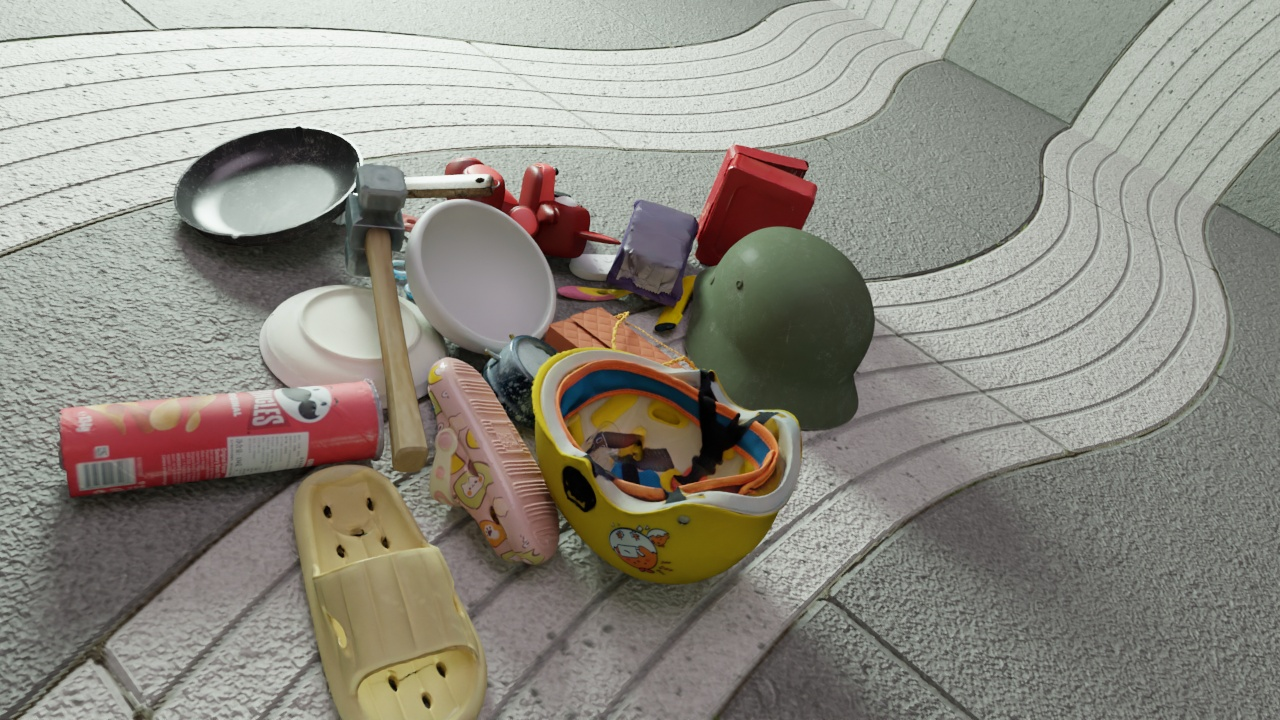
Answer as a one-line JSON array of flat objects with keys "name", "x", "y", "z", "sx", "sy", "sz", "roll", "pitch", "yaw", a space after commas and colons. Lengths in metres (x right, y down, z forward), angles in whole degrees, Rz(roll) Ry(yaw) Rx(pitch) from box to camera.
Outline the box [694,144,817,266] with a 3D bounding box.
[{"name": "box", "x": 0.153, "y": -0.193, "z": 1.246, "sx": 0.136, "sy": 0.158, "sz": 0.122, "roll": 11, "pitch": 41, "yaw": -11}]

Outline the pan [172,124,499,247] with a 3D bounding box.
[{"name": "pan", "x": -0.330, "y": -0.188, "z": 1.012, "sx": 0.357, "sy": 0.040, "sz": 0.207, "roll": 3, "pitch": 47, "yaw": 4}]

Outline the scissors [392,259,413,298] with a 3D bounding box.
[{"name": "scissors", "x": -0.218, "y": -0.097, "z": 1.056, "sx": 0.140, "sy": 0.015, "sz": 0.083, "roll": -10, "pitch": 44, "yaw": -39}]

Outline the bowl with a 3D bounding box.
[{"name": "bowl", "x": -0.178, "y": -0.080, "z": 0.978, "sx": 0.176, "sy": 0.066, "sz": 0.176, "roll": 23, "pitch": 52, "yaw": -34}]

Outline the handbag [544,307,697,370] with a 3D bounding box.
[{"name": "handbag", "x": -0.006, "y": 0.006, "z": 0.989, "sx": 0.172, "sy": 0.060, "sz": 0.108, "roll": 36, "pitch": 34, "yaw": 20}]

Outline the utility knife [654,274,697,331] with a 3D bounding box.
[{"name": "utility knife", "x": 0.049, "y": -0.075, "z": 1.150, "sx": 0.030, "sy": 0.017, "sz": 0.155, "roll": -2, "pitch": 32, "yaw": 20}]

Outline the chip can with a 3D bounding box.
[{"name": "chip can", "x": -0.332, "y": 0.060, "z": 0.740, "sx": 0.232, "sy": 0.073, "sz": 0.073, "roll": -5, "pitch": 43, "yaw": -30}]

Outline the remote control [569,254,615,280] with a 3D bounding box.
[{"name": "remote control", "x": -0.027, "y": -0.119, "z": 1.177, "sx": 0.136, "sy": 0.013, "sz": 0.043, "roll": -1, "pitch": 41, "yaw": -28}]

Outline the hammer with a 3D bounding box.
[{"name": "hammer", "x": -0.232, "y": -0.039, "z": 0.848, "sx": 0.051, "sy": 0.118, "sz": 0.322, "roll": 1, "pitch": 49, "yaw": -26}]

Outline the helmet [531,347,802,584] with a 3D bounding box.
[{"name": "helmet", "x": 0.008, "y": 0.102, "z": 0.803, "sx": 0.240, "sy": 0.140, "sz": 0.208, "roll": 27, "pitch": 33, "yaw": 22}]

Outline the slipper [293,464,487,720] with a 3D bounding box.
[{"name": "slipper", "x": -0.186, "y": 0.160, "z": 0.679, "sx": 0.111, "sy": 0.079, "sz": 0.261, "roll": -4, "pitch": 42, "yaw": -35}]

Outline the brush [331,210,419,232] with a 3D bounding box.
[{"name": "brush", "x": -0.339, "y": -0.174, "z": 1.077, "sx": 0.172, "sy": 0.030, "sz": 0.040, "roll": 18, "pitch": 35, "yaw": -2}]

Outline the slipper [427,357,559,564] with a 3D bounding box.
[{"name": "slipper", "x": -0.140, "y": 0.093, "z": 0.787, "sx": 0.197, "sy": 0.082, "sz": 0.093, "roll": 61, "pitch": 12, "yaw": 16}]

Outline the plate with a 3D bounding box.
[{"name": "plate", "x": -0.279, "y": -0.025, "z": 0.910, "sx": 0.182, "sy": 0.034, "sz": 0.182, "roll": 14, "pitch": 36, "yaw": -11}]

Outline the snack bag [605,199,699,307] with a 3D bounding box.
[{"name": "snack bag", "x": 0.022, "y": -0.147, "z": 1.175, "sx": 0.096, "sy": 0.059, "sz": 0.204, "roll": 18, "pitch": 34, "yaw": -2}]

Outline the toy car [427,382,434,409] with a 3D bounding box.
[{"name": "toy car", "x": -0.172, "y": 0.046, "z": 0.871, "sx": 0.048, "sy": 0.032, "sz": 0.105, "roll": -2, "pitch": 43, "yaw": -28}]

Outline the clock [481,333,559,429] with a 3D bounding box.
[{"name": "clock", "x": -0.098, "y": 0.031, "z": 0.901, "sx": 0.129, "sy": 0.052, "sz": 0.090, "roll": 45, "pitch": 24, "yaw": -1}]

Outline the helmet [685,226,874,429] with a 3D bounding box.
[{"name": "helmet", "x": 0.177, "y": -0.067, "z": 1.087, "sx": 0.226, "sy": 0.154, "sz": 0.267, "roll": -1, "pitch": 42, "yaw": -30}]

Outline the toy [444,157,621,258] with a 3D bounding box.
[{"name": "toy", "x": -0.137, "y": -0.182, "z": 1.119, "sx": 0.197, "sy": 0.120, "sz": 0.158, "roll": 8, "pitch": 12, "yaw": -24}]

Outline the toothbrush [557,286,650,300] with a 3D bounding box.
[{"name": "toothbrush", "x": -0.039, "y": -0.082, "z": 1.124, "sx": 0.135, "sy": 0.016, "sz": 0.021, "roll": -2, "pitch": 44, "yaw": -26}]
